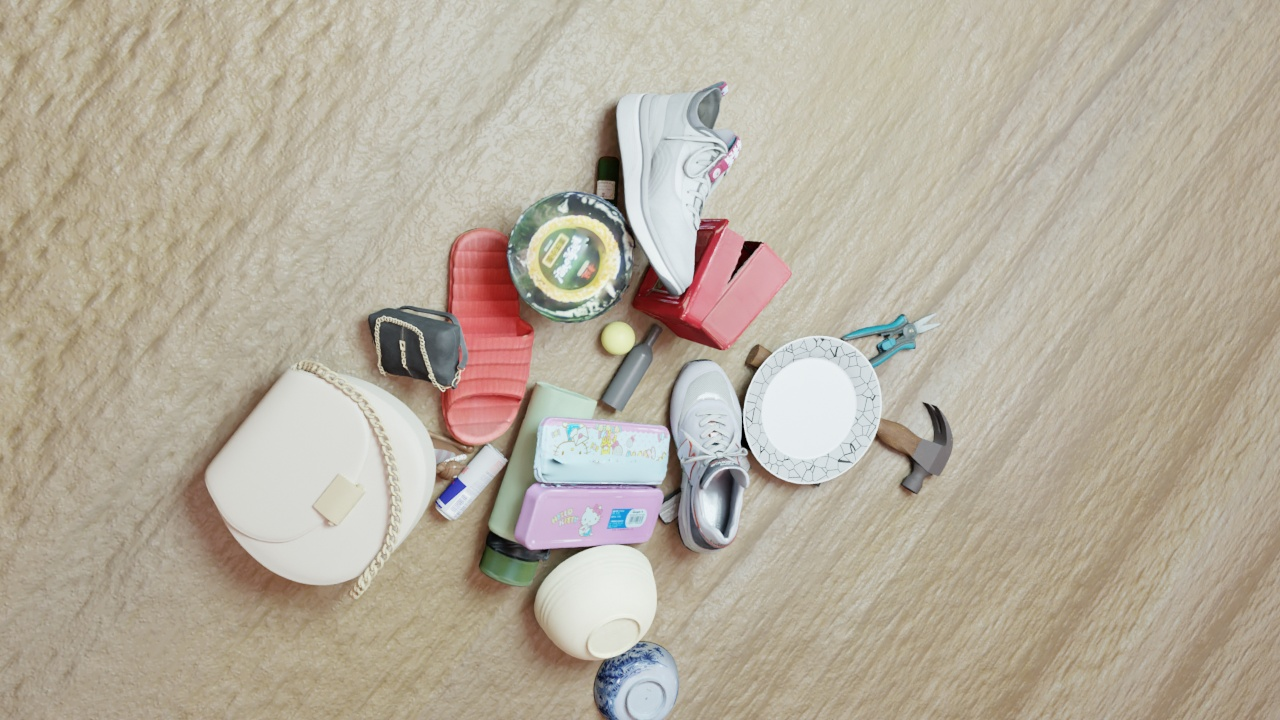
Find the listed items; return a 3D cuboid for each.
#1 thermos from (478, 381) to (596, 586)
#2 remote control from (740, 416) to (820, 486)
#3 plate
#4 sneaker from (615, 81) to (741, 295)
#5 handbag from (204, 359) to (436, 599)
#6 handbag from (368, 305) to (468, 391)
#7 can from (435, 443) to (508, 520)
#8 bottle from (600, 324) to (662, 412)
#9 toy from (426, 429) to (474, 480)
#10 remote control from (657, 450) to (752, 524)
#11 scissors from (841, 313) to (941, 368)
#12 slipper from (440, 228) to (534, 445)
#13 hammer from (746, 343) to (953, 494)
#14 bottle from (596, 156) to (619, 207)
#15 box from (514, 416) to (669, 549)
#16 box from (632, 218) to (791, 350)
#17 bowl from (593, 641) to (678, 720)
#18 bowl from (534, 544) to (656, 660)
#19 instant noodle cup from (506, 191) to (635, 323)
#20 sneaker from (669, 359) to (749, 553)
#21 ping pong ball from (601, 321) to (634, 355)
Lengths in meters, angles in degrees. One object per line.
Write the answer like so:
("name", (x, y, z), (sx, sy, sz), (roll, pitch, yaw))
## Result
("thermos", (-0.119, 0.146, 1.063), (0.082, 0.082, 0.231), (19, 90, -18))
("remote control", (0.178, 0.117, 1.186), (0.150, 0.013, 0.034), (29, 88, -18))
("plate", (0.216, 0.062, 1.159), (0.188, 0.016, 0.188), (-2, 100, -15))
("sneaker", (0.051, -0.193, 1.000), (0.129, 0.097, 0.262), (-14, 62, 19))
("handbag", (-0.330, 0.123, 0.979), (0.208, 0.103, 0.210), (39, 89, -3))
("handbag", (-0.242, -0.012, 0.999), (0.054, 0.129, 0.079), (-34, 131, -54))
("can", (-0.196, 0.141, 1.062), (0.032, 0.032, 0.095), (43, 83, -17))
("bottle", (-0.007, 0.006, 1.106), (0.030, 0.030, 0.113), (32, 86, -18))
("toy", (-0.239, 0.102, 1.041), (0.101, 0.042, 0.054), (24, 66, -26))
("remote control", (0.079, 0.160, 1.160), (0.136, 0.013, 0.033), (-32, 104, -12))
("scissors", (0.329, -0.026, 1.212), (0.123, 0.019, 0.148), (32, 81, -14))
("slipper", (-0.172, -0.026, 1.035), (0.103, 0.059, 0.249), (2, 93, -21))
("hammer", (0.277, 0.064, 1.202), (0.323, 0.033, 0.115), (28, 89, -18))
("bottle", (-0.040, -0.185, 1.076), (0.025, 0.025, 0.106), (2, 96, -18))
("box", (-0.048, 0.141, 1.060), (0.213, 0.035, 0.151), (8, 93, -48))
("box", (0.080, -0.085, 1.058), (0.110, 0.157, 0.134), (32, 88, -23))
("bowl", (0.001, 0.415, 1.149), (0.114, 0.045, 0.114), (-2, 97, -17))
("bowl", (-0.043, 0.298, 1.076), (0.150, 0.075, 0.151), (-12, 127, -17))
("instant noodle cup", (-0.074, -0.118, 1.019), (0.137, 0.112, 0.137), (0, 100, -2))
("sneaker", (0.090, 0.117, 1.087), (0.088, 0.124, 0.239), (-1, 90, -11))
("ping pong ball", (-0.027, -0.026, 1.091), (0.040, 0.040, 0.040), (-2, 97, -17))
